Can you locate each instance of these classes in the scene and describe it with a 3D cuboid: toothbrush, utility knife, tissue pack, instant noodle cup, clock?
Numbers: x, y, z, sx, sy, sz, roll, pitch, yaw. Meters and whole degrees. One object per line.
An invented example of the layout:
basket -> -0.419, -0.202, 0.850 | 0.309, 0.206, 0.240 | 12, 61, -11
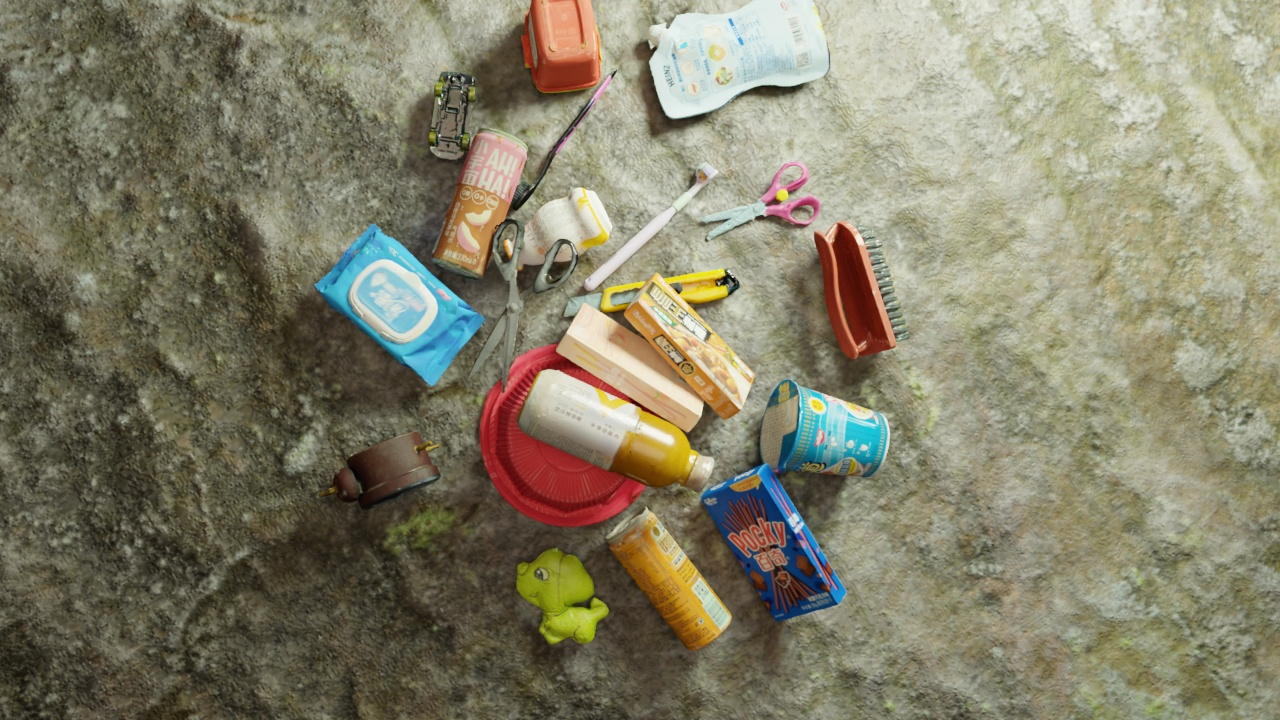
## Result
toothbrush -> -0.082, -0.238, 0.975 | 0.018, 0.014, 0.189 | 34, 84, 9
utility knife -> 0.013, -0.069, 0.975 | 0.193, 0.015, 0.033 | -10, 86, -5
tissue pack -> -0.243, -0.056, 0.929 | 0.157, 0.052, 0.095 | 41, 84, -3
instant noodle cup -> 0.193, 0.078, 0.953 | 0.110, 0.099, 0.099 | 12, 86, -14
clock -> -0.257, 0.114, 0.906 | 0.122, 0.082, 0.055 | -23, 85, -8
instant noodle cup -> -0.070, 0.076, 0.936 | 0.194, 0.066, 0.193 | 0, 87, -5
toothbrush -> 0.009, -0.141, 0.977 | 0.189, 0.029, 0.021 | -44, 130, -5

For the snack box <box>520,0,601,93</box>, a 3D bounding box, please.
snack box -> -0.081, -0.332, 0.946 | 0.082, 0.080, 0.091 | -9, 89, -6

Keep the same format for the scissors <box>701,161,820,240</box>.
scissors -> 0.132, -0.156, 0.995 | 0.137, 0.017, 0.077 | -31, 99, -2

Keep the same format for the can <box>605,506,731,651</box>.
can -> 0.029, 0.224, 0.942 | 0.058, 0.058, 0.146 | -37, 91, -7

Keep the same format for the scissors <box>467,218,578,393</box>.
scissors -> -0.124, -0.060, 0.918 | 0.171, 0.014, 0.159 | -23, 84, 15

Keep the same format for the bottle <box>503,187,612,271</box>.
bottle -> -0.086, -0.131, 0.945 | 0.108, 0.063, 0.063 | -26, 90, 7

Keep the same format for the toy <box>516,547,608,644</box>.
toy -> -0.080, 0.241, 0.943 | 0.096, 0.031, 0.100 | 3, 91, -6

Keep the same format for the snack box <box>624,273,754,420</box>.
snack box -> 0.052, -0.015, 0.939 | 0.153, 0.075, 0.026 | 46, 122, -10

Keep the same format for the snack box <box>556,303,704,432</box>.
snack box -> -0.006, 0.005, 0.934 | 0.157, 0.084, 0.026 | 31, 116, -5

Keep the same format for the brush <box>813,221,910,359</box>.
brush -> 0.228, -0.077, 0.974 | 0.069, 0.063, 0.146 | -15, 88, -20

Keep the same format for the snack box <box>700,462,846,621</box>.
snack box -> 0.136, 0.189, 0.945 | 0.026, 0.085, 0.157 | -32, 91, -49

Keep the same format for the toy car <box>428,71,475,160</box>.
toy car -> -0.194, -0.252, 0.953 | 0.042, 0.035, 0.090 | 7, 87, -4

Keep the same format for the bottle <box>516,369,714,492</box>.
bottle -> -0.022, 0.072, 0.873 | 0.189, 0.068, 0.068 | 25, 85, -4

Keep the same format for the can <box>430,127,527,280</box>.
can -> -0.165, -0.159, 0.940 | 0.058, 0.058, 0.147 | 19, 86, -5

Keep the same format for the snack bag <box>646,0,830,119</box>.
snack bag -> 0.102, -0.332, 0.987 | 0.191, 0.039, 0.110 | -18, 94, -5
